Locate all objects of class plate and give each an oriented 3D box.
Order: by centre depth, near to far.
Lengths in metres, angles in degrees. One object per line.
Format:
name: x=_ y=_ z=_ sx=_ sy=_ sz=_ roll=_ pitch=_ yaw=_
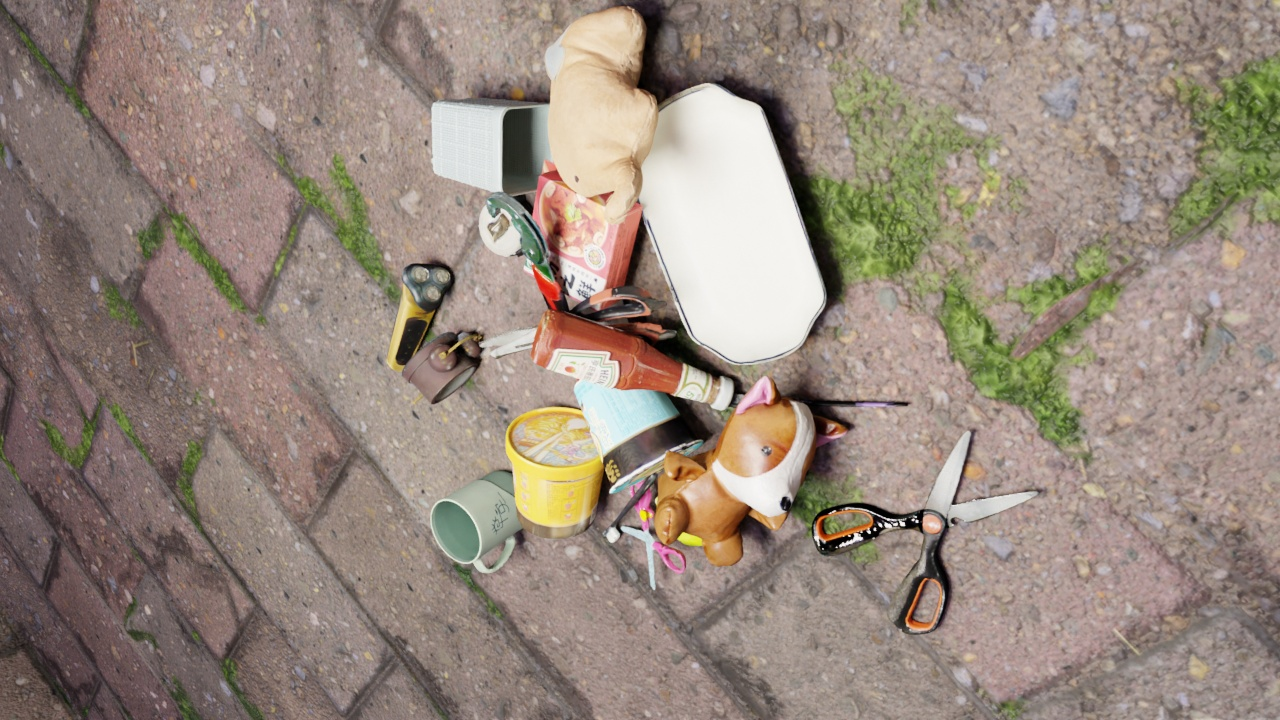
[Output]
plate: x=0.086 y=-0.127 z=0.876 sx=0.162 sy=0.034 sz=0.266 roll=-18 pitch=96 yaw=38

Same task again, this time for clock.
clock: x=-0.237 y=0.003 z=1.112 sx=0.055 sy=0.081 sz=0.122 roll=49 pitch=127 yaw=5

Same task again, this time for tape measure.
tape measure: x=-0.147 y=-0.150 z=1.027 sx=0.066 sy=0.033 sz=0.065 roll=-39 pitch=82 yaw=36

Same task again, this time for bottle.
bottle: x=-0.005 y=0.005 z=0.916 sx=0.206 sy=0.059 sz=0.060 roll=18 pitch=122 yaw=-12

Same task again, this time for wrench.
wrench: x=-0.092 y=-0.062 z=0.953 sx=0.056 sy=0.016 sz=0.274 roll=19 pitch=146 yaw=36

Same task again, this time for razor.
razor: x=-0.283 y=-0.049 z=1.144 sx=0.168 sy=0.062 sz=0.067 roll=-59 pitch=41 yaw=38

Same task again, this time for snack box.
snack box: x=-0.070 y=-0.128 z=0.938 sx=0.127 sy=0.044 sz=0.113 roll=29 pitch=126 yaw=22

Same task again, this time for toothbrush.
toothbrush: x=0.167 y=0.040 z=0.895 sx=0.189 sy=0.014 sz=0.017 roll=-1 pitch=93 yaw=34
toothbrush: x=-0.011 y=0.165 z=1.022 sx=0.018 sy=0.015 sz=0.182 roll=54 pitch=148 yaw=17

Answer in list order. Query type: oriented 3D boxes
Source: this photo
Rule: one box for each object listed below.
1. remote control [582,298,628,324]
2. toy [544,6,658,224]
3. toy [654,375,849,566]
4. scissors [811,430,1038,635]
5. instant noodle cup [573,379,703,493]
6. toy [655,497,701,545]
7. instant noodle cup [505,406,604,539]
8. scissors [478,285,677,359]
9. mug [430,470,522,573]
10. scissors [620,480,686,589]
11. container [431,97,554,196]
remote control: x=-0.047 y=-0.079 z=0.990 sx=0.049 sy=0.024 sz=0.125 roll=-7 pitch=103 yaw=35
toy: x=-0.036 y=-0.217 z=0.861 sx=0.144 sy=0.082 sz=0.225 roll=-33 pitch=59 yaw=55
toy: x=0.100 y=0.111 z=0.888 sx=0.200 sy=0.140 sz=0.130 roll=-48 pitch=38 yaw=17
scissors: x=0.259 y=0.165 z=0.871 sx=0.228 sy=0.021 sz=0.221 roll=6 pitch=110 yaw=33
instant noodle cup: x=-0.011 y=0.062 z=0.973 sx=0.111 sy=0.111 sz=0.120 roll=-38 pitch=76 yaw=37
toy: x=0.064 y=0.168 z=0.998 sx=0.096 sy=0.031 sz=0.100 roll=47 pitch=122 yaw=16
instant noodle cup: x=-0.094 y=0.131 z=1.045 sx=0.118 sy=0.118 sz=0.115 roll=22 pitch=125 yaw=26
scissors: x=-0.066 y=-0.025 z=0.954 sx=0.198 sy=0.015 sz=0.205 roll=18 pitch=145 yaw=-15
mug: x=-0.188 y=0.202 z=1.134 sx=0.082 sy=0.106 sz=0.112 roll=-12 pitch=99 yaw=35
scissors: x=0.012 y=0.199 z=1.029 sx=0.135 sy=0.017 sz=0.133 roll=16 pitch=116 yaw=55
container: x=-0.156 y=-0.231 z=0.972 sx=0.111 sy=0.089 sz=0.090 roll=18 pitch=116 yaw=32
